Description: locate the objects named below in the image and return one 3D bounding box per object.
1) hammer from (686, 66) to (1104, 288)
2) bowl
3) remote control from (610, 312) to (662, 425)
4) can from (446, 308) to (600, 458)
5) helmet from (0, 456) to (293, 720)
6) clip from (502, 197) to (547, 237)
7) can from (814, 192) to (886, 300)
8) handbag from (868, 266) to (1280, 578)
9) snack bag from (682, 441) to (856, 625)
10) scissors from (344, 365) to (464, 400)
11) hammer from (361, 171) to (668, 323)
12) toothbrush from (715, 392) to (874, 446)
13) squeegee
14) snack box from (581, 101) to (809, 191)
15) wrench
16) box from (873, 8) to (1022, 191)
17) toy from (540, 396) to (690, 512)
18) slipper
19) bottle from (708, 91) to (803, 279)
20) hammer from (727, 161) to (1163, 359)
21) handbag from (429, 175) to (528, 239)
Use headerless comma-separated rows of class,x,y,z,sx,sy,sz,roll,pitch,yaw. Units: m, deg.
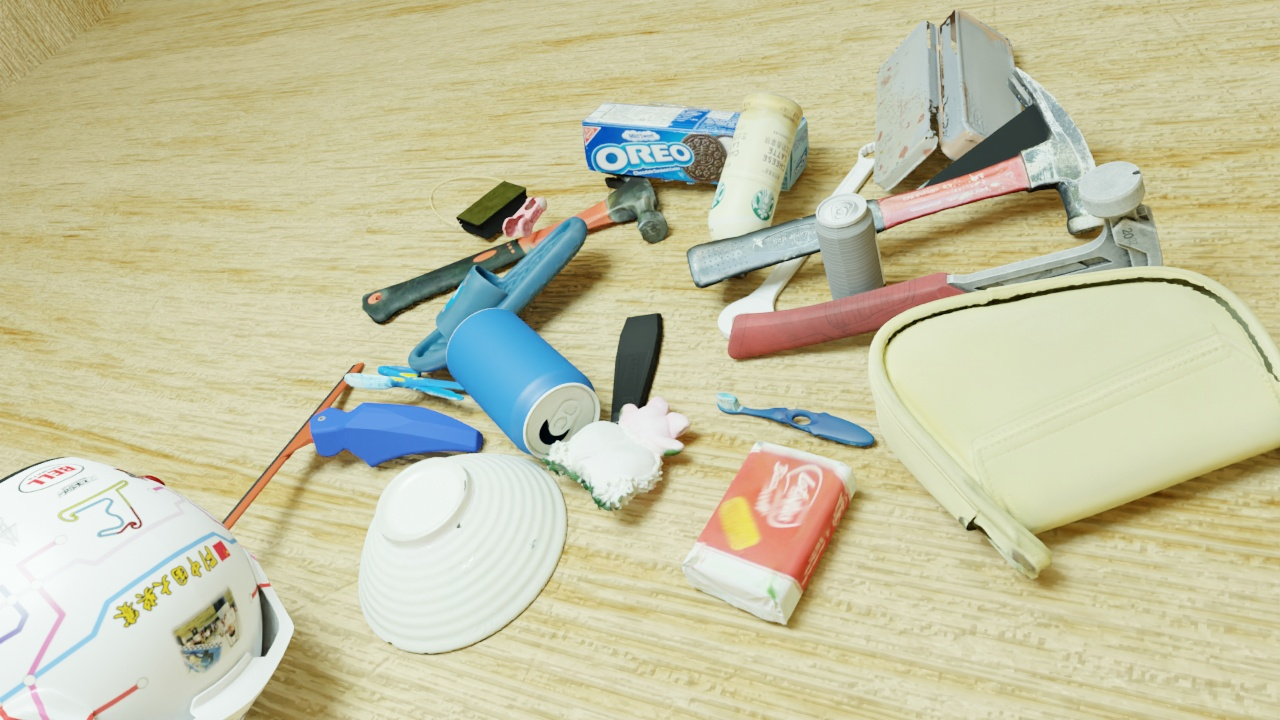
hammer,0.195,-0.129,0.756,0.326,0.036,0.140,-16,83,11
bowl,-0.150,0.123,0.695,0.177,0.071,0.177,-13,43,13
remote control,-0.005,0.005,0.789,0.039,0.010,0.124,-8,46,19
can,-0.101,0.017,0.771,0.078,0.079,0.146,-38,43,-14
helmet,-0.388,0.211,0.602,0.315,0.236,0.230,-31,6,22
clip,-0.122,-0.148,0.951,0.037,0.022,0.058,6,47,34
can,0.166,-0.077,0.717,0.044,0.107,0.043,-13,43,13
handbag,0.276,0.028,0.585,0.233,0.088,0.190,-21,60,5
snack bag,0.088,0.112,0.618,0.077,0.036,0.115,13,55,36
scissors,-0.208,0.021,0.830,0.132,0.019,0.104,13,15,35
hammer,-0.140,-0.114,0.961,0.333,0.033,0.133,-22,44,5
toothbrush,0.113,0.044,0.689,0.132,0.016,0.021,13,56,35
squeegee,-0.228,0.064,0.802,0.185,0.055,0.248,3,33,12
snack box,0.053,-0.218,0.926,0.227,0.059,0.059,12,41,23
wrench,0.156,-0.114,0.833,0.047,0.009,0.272,18,57,38
box,0.290,-0.237,0.865,0.105,0.096,0.215,21,48,-8
toy,-0.010,0.070,0.706,0.108,0.041,0.096,-36,43,-21
slipper,-0.139,-0.069,0.868,0.213,0.059,0.104,-42,18,-4
bottle,0.098,-0.155,0.823,0.057,0.056,0.162,14,85,35
hammer,0.209,-0.044,0.683,0.316,0.126,0.036,-14,42,30
handbag,-0.197,-0.186,1.071,0.084,0.027,0.178,-42,39,-18
